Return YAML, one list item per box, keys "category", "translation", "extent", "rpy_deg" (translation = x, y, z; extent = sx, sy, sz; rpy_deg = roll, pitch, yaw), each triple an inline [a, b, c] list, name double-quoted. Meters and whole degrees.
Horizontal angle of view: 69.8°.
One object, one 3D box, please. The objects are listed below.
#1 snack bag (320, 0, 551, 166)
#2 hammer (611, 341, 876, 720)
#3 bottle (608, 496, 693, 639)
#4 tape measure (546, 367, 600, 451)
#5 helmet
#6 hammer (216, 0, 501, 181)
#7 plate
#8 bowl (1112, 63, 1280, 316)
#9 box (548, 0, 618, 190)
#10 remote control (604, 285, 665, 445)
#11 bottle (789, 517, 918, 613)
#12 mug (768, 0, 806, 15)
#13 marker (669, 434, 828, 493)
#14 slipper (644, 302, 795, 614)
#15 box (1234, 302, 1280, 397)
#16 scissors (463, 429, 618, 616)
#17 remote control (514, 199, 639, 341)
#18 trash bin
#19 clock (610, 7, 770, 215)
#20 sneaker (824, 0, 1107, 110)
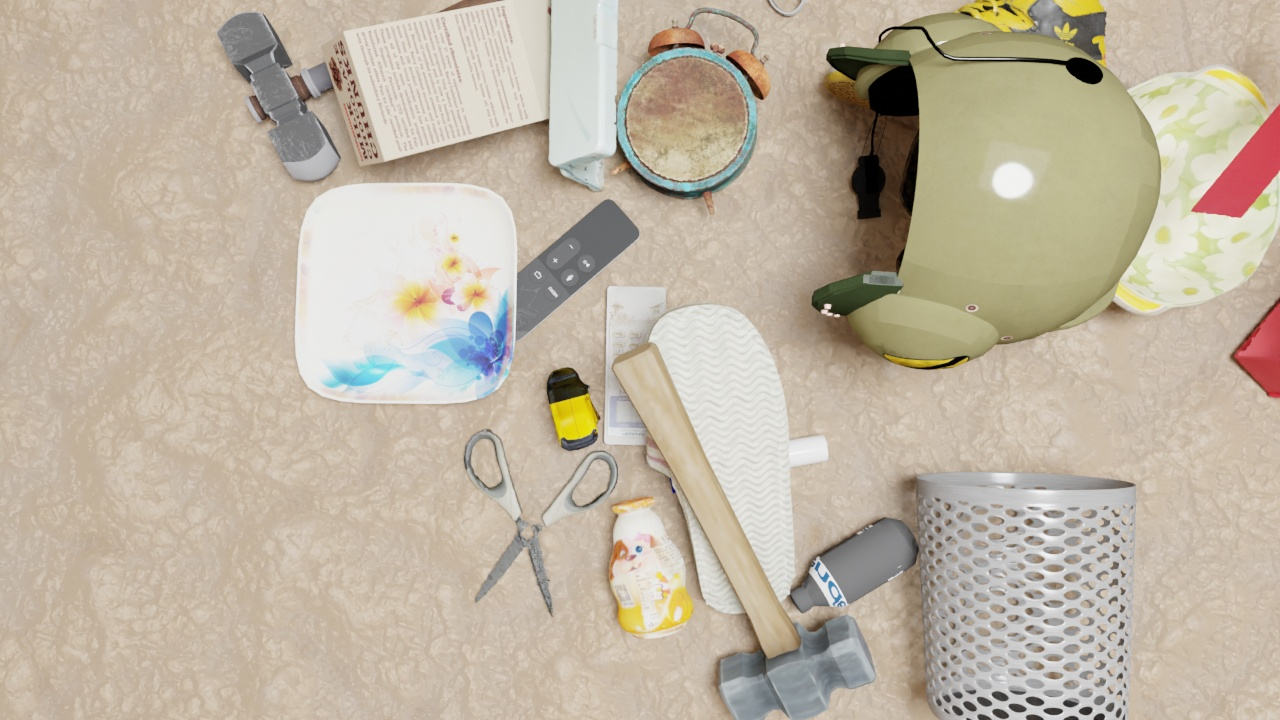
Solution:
- category: "snack bag"
  translation: [-0.135, -0.232, 0.745]
  extent: [0.206, 0.070, 0.094]
  rpy_deg: [-23, 109, -27]
- category: "hammer"
  translation: [0.065, 0.134, 0.699]
  extent: [0.117, 0.051, 0.323]
  rpy_deg: [-24, 105, 12]
- category: "bottle"
  translation: [0.005, 0.167, 0.744]
  extent: [0.063, 0.063, 0.109]
  rpy_deg: [-11, 87, -2]
- category: "tape measure"
  translation: [-0.054, 0.041, 0.752]
  extent: [0.037, 0.066, 0.064]
  rpy_deg: [-15, 81, -7]
- category: "helmet"
  translation: [0.241, -0.115, 0.666]
  extent: [0.233, 0.255, 0.250]
  rpy_deg: [4, 86, 2]
- category: "hammer"
  translation: [-0.186, -0.285, 0.792]
  extent: [0.322, 0.043, 0.156]
  rpy_deg: [-28, 86, -6]
- category: "plate"
  translation: [-0.196, -0.057, 0.777]
  extent: [0.187, 0.016, 0.187]
  rpy_deg: [0, 85, 3]
- category: "bowl"
  translation: [0.436, -0.139, 0.772]
  extent: [0.188, 0.060, 0.219]
  rpy_deg: [30, 86, -9]
- category: "box"
  translation: [-0.037, -0.248, 0.745]
  extent: [0.078, 0.122, 0.197]
  rpy_deg: [0, 86, 15]
- category: "remote control"
  translation: [-0.005, 0.004, 0.783]
  extent: [0.050, 0.011, 0.135]
  rpy_deg: [1, 85, -1]
- category: "bottle"
  translation: [0.175, 0.172, 0.756]
  extent: [0.112, 0.047, 0.047]
  rpy_deg: [-31, 87, -3]
- category: "mug"
  translation: [0.138, -0.361, 0.788]
  extent: [0.070, 0.084, 0.113]
  rpy_deg: [41, 117, 4]
- category: "marker"
  translation: [0.090, 0.086, 0.772]
  extent: [0.133, 0.023, 0.027]
  rpy_deg: [-9, 74, -2]
- category: "slipper"
  translation: [0.063, 0.079, 0.734]
  extent: [0.115, 0.052, 0.263]
  rpy_deg: [-12, 106, 2]
- category: "box"
  translation: [0.602, -0.075, 0.624]
  extent: [0.124, 0.378, 0.211]
  rpy_deg: [41, 86, 13]
- category: "scissors"
  translation: [-0.088, 0.127, 0.771]
  extent: [0.157, 0.012, 0.170]
  rpy_deg: [-27, 87, -2]
- category: "remote control"
  translation: [-0.067, -0.078, 0.790]
  extent: [0.146, 0.008, 0.045]
  rpy_deg: [-41, 87, -4]
- category: "trash bin"
  translation: [0.294, 0.184, 0.706]
  extent: [0.156, 0.156, 0.183]
  rpy_deg: [0, 88, -1]
- category: "clock"
  translation: [0.045, -0.214, 0.770]
  extent: [0.121, 0.073, 0.158]
  rpy_deg: [22, 96, 1]
- category: "sneaker"
  translation: [0.280, -0.270, 0.773]
  extent: [0.238, 0.086, 0.122]
  rpy_deg: [6, 91, -5]
